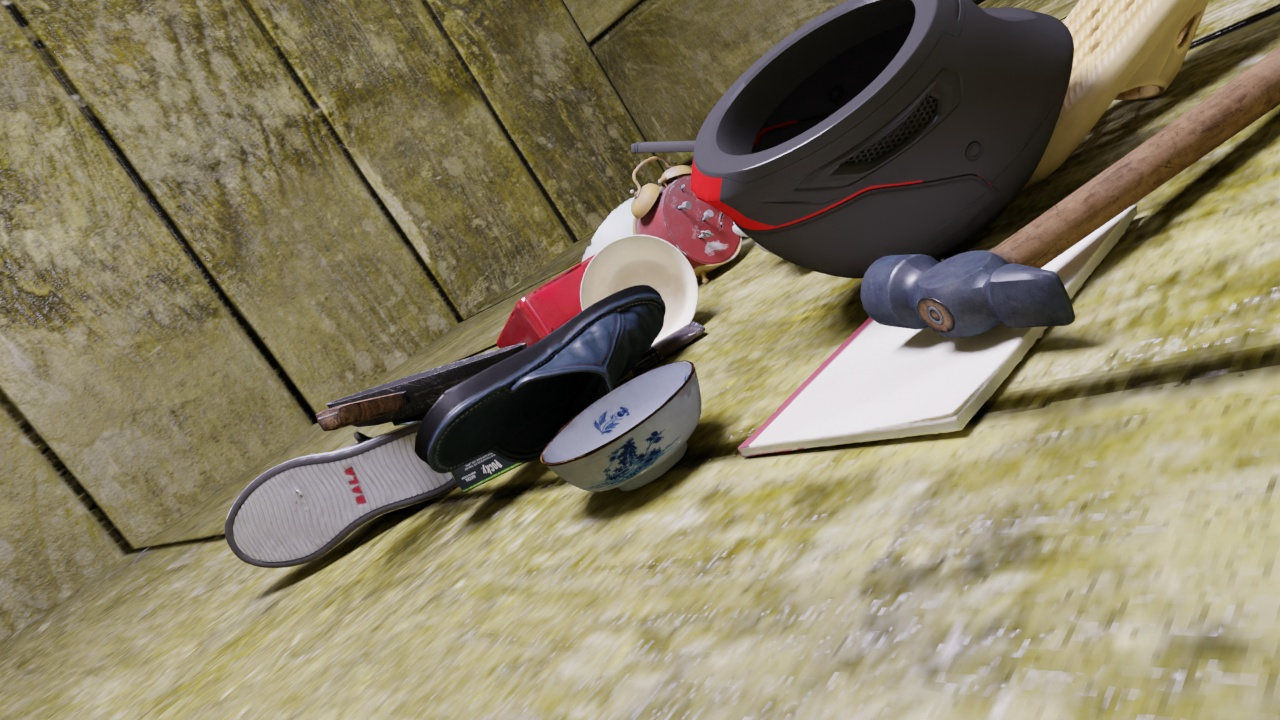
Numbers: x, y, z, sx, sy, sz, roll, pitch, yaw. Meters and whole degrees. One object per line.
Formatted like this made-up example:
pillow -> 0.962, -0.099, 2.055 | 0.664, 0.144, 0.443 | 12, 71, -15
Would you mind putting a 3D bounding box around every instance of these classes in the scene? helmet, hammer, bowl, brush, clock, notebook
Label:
helmet -> 0.176, -0.150, 0.634 | 0.265, 0.170, 0.164 | -41, 35, 3
hammer -> 0.277, -0.106, 0.491 | 0.321, 0.040, 0.129 | -33, 16, -14
bowl -> -0.004, 0.051, 0.590 | 0.114, 0.045, 0.114 | -31, 12, 7
brush -> -0.005, 0.005, 0.867 | 0.151, 0.012, 0.039 | -32, 12, 8
bowl -> -0.004, -0.125, 1.163 | 0.153, 0.073, 0.154 | -44, -25, -27
bowl -> 0.002, -0.064, 0.916 | 0.115, 0.115, 0.062 | -31, -3, 6
clock -> 0.052, -0.172, 1.087 | 0.116, 0.159, 0.081 | -40, 8, -33
notebook -> 0.164, -0.016, 0.512 | 0.208, 0.012, 0.153 | -39, 12, -32

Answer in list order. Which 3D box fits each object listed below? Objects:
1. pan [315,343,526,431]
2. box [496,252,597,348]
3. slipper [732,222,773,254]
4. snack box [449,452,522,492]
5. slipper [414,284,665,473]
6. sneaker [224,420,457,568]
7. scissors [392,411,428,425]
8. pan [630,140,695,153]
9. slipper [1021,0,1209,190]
pan -> -0.215, 0.035, 0.847 | 0.208, 0.040, 0.356 | -16, 6, 6
box -> -0.070, -0.045, 1.011 | 0.157, 0.112, 0.135 | -39, 8, -29
slipper -> 0.149, -0.143, 0.930 | 0.112, 0.075, 0.246 | 0, 18, 4
snack box -> -0.116, 0.065, 0.876 | 0.080, 0.025, 0.147 | -27, 12, 23
slipper -> -0.057, 0.030, 0.764 | 0.264, 0.083, 0.109 | -33, -27, -39
sneaker -> -0.286, 0.122, 0.923 | 0.263, 0.097, 0.128 | -24, 4, 3
scissors -> -0.218, 0.056, 0.953 | 0.142, 0.015, 0.210 | -6, -4, 2
pan -> 0.157, -0.239, 1.036 | 0.358, 0.041, 0.178 | 4, 21, 22
slipper -> 0.359, -0.219, 0.694 | 0.261, 0.079, 0.111 | -52, 15, 0
